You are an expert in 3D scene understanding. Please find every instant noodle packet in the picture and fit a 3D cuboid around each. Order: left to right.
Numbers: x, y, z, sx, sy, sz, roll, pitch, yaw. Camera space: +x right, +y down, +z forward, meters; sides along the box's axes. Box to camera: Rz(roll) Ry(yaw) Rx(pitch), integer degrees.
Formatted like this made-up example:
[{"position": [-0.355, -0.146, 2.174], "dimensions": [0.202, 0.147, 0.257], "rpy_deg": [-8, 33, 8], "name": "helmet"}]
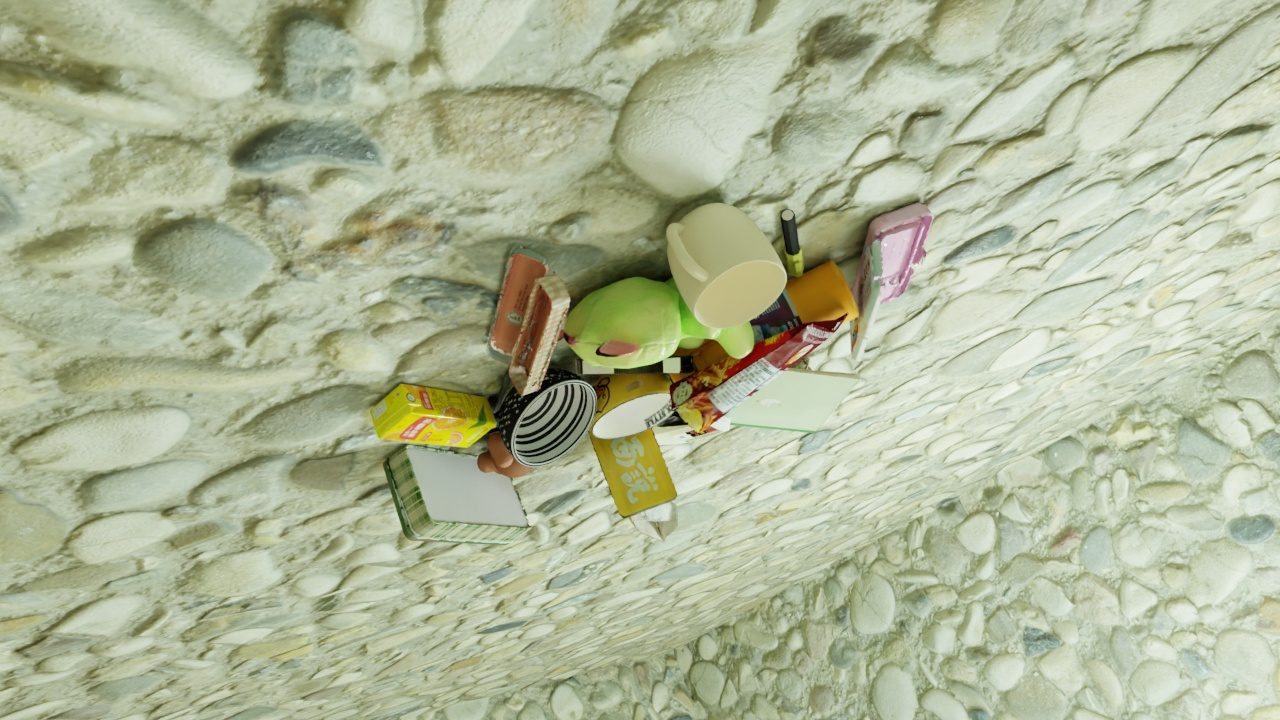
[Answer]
[{"position": [-0.002, 0.159, 1.283], "dimensions": [0.084, 0.163, 0.222], "rpy_deg": [-23, 156, -2], "name": "instant noodle packet"}]

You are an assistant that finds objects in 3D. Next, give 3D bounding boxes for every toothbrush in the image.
[{"position": [-0.148, 0.017, 1.044], "dimensions": [0.013, 0.012, 0.168], "rpy_deg": [2, 147, -28], "name": "toothbrush"}]

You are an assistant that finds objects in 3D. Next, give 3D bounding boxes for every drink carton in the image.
[{"position": [-0.232, 0.063, 1.033], "dimensions": [0.059, 0.043, 0.134], "rpy_deg": [-37, 153, 24], "name": "drink carton"}]

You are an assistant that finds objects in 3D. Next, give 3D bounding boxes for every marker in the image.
[{"position": [0.167, -0.127, 1.006], "dimensions": [0.017, 0.021, 0.124], "rpy_deg": [-24, 155, 3], "name": "marker"}]

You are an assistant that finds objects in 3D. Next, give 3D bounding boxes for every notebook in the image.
[{"position": [0.150, 0.051, 1.265], "dimensions": [0.252, 0.010, 0.182], "rpy_deg": [6, 150, -8], "name": "notebook"}]

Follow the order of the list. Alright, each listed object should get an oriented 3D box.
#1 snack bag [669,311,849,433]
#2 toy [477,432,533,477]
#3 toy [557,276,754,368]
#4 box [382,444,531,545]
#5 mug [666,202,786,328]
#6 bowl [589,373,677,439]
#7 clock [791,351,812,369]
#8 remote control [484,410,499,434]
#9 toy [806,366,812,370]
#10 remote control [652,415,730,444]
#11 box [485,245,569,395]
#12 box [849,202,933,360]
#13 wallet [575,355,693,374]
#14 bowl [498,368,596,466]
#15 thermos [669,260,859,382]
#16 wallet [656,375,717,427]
[{"position": [0.140, 0.009, 1.032], "dimensions": [0.208, 0.066, 0.138], "rpy_deg": [-30, 169, 22], "name": "snack bag"}, {"position": [-0.166, 0.117, 1.187], "dimensions": [0.095, 0.065, 0.128], "rpy_deg": [-8, 177, -14], "name": "toy"}, {"position": [0.011, -0.042, 0.956], "dimensions": [0.196, 0.107, 0.150], "rpy_deg": [1, -173, -38], "name": "toy"}, {"position": [-0.232, 0.176, 1.181], "dimensions": [0.051, 0.117, 0.205], "rpy_deg": [-36, 155, 18], "name": "box"}, {"position": [0.068, -0.101, 0.880], "dimensions": [0.120, 0.099, 0.096], "rpy_deg": [14, 131, -44], "name": "mug"}, {"position": [-0.017, 0.042, 1.142], "dimensions": [0.117, 0.067, 0.117], "rpy_deg": [-18, 155, -9], "name": "bowl"}, {"position": [0.196, -0.007, 1.240], "dimensions": [0.092, 0.054, 0.141], "rpy_deg": [-3, 151, -36], "name": "clock"}, {"position": [-0.157, 0.065, 1.130], "dimensions": [0.152, 0.020, 0.041], "rpy_deg": [-19, 157, -5], "name": "remote control"}, {"position": [0.228, 0.040, 1.339], "dimensions": [0.074, 0.085, 0.106], "rpy_deg": [-43, 148, -8], "name": "toy"}, {"position": [0.064, 0.102, 1.327], "dimensions": [0.144, 0.024, 0.049], "rpy_deg": [-21, 145, 39], "name": "remote control"}, {"position": [-0.112, -0.036, 0.898], "dimensions": [0.041, 0.082, 0.187], "rpy_deg": [-22, 157, -29], "name": "box"}, {"position": [0.286, -0.098, 1.114], "dimensions": [0.146, 0.077, 0.202], "rpy_deg": [-50, 161, -16], "name": "box"}, {"position": [-0.006, 0.006, 1.052], "dimensions": [0.123, 0.019, 0.072], "rpy_deg": [-1, -177, 19], "name": "wallet"}, {"position": [-0.118, 0.057, 1.071], "dimensions": [0.120, 0.066, 0.120], "rpy_deg": [-29, 140, -28], "name": "bowl"}, {"position": [0.136, -0.042, 1.098], "dimensions": [0.233, 0.076, 0.091], "rpy_deg": [-25, 127, 8], "name": "thermos"}, {"position": [0.054, 0.051, 1.229], "dimensions": [0.089, 0.026, 0.115], "rpy_deg": [-6, 149, 12], "name": "wallet"}]
